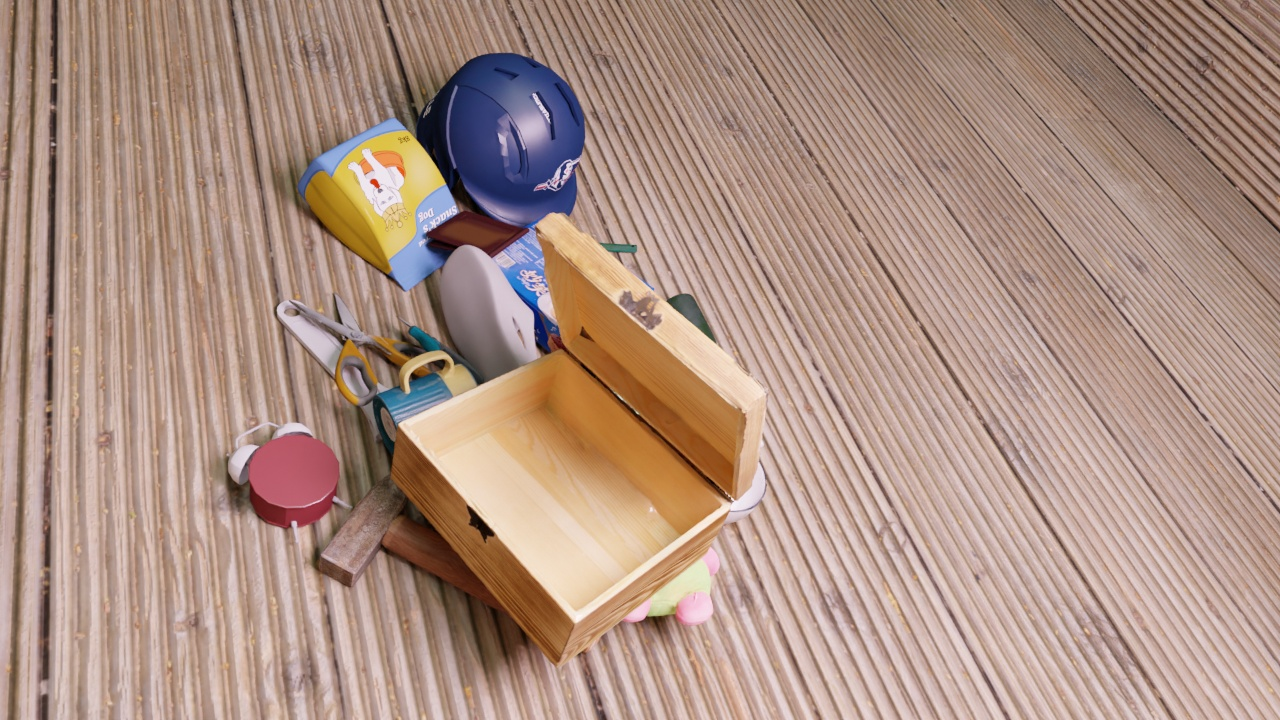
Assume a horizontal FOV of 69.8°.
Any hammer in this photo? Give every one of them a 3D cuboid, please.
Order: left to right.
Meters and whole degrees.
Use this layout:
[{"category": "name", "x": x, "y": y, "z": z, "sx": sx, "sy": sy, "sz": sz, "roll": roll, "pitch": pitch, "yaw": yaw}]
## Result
[{"category": "hammer", "x": -0.176, "y": 0.230, "z": 1.003, "sx": 0.301, "sy": 0.037, "sz": 0.157, "roll": 28, "pitch": 47, "yaw": 1}]

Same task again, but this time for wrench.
[{"category": "wrench", "x": -0.349, "y": 0.012, "z": 1.131, "sx": 0.273, "sy": 0.018, "sz": 0.086, "roll": 43, "pitch": 49, "yaw": 17}]

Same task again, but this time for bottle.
[{"category": "bottle", "x": 0.086, "y": -0.014, "z": 1.308, "sx": 0.055, "sy": 0.055, "sz": 0.174, "roll": -9, "pitch": 57, "yaw": -28}]

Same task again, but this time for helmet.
[{"category": "helmet", "x": -0.184, "y": -0.328, "z": 1.381, "sx": 0.231, "sy": 0.224, "sz": 0.272, "roll": -42, "pitch": 111, "yaw": -41}]

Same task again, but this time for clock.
[{"category": "clock", "x": -0.384, "y": 0.123, "z": 0.999, "sx": 0.137, "sy": 0.048, "sz": 0.096, "roll": 43, "pitch": 49, "yaw": 16}]

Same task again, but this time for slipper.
[{"category": "slipper", "x": -0.174, "y": -0.026, "z": 1.183, "sx": 0.080, "sy": 0.113, "sz": 0.265, "roll": -1, "pitch": 56, "yaw": -46}]

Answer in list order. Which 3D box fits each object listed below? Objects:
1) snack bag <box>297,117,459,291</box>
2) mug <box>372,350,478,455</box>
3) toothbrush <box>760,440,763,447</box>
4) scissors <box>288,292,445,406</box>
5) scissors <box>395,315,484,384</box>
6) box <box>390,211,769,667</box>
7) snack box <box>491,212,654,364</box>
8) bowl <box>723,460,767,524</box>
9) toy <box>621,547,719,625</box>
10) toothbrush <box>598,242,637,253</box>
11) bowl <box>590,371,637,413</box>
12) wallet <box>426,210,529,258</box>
[{"category": "snack bag", "x": -0.344, "y": -0.212, "z": 1.278, "sx": 0.205, "sy": 0.103, "sz": 0.158, "roll": 50, "pitch": 47, "yaw": -8}, {"category": "mug", "x": -0.245, "y": 0.045, "z": 1.053, "sx": 0.107, "sy": 0.114, "sz": 0.083, "roll": -20, "pitch": 36, "yaw": -29}, {"category": "toothbrush", "x": 0.132, "y": 0.045, "z": 1.305, "sx": 0.017, "sy": 0.012, "sz": 0.186, "roll": -6, "pitch": 54, "yaw": -31}, {"category": "scissors", "x": -0.333, "y": -0.017, "z": 1.143, "sx": 0.216, "sy": 0.016, "sz": 0.225, "roll": 6, "pitch": 36, "yaw": -35}, {"category": "scissors", "x": -0.251, "y": -0.012, "z": 1.149, "sx": 0.124, "sy": 0.154, "sz": 0.019, "roll": 38, "pitch": 87, "yaw": -21}, {"category": "box", "x": -0.035, "y": 0.052, "z": 0.904, "sx": 0.279, "sy": 0.324, "sz": 0.283, "roll": 41, "pitch": 44, "yaw": 23}, {"category": "snack box", "x": -0.108, "y": -0.099, "z": 1.271, "sx": 0.203, "sy": 0.069, "sz": 0.154, "roll": 38, "pitch": 50, "yaw": 19}, {"category": "bowl", "x": 0.094, "y": 0.157, "z": 1.157, "sx": 0.116, "sy": 0.066, "sz": 0.116, "roll": 12, "pitch": 48, "yaw": -13}, {"category": "toy", "x": 0.010, "y": 0.213, "z": 1.063, "sx": 0.192, "sy": 0.097, "sz": 0.236, "roll": 13, "pitch": 36, "yaw": -18}, {"category": "toothbrush", "x": -0.094, "y": -0.179, "z": 1.398, "sx": 0.189, "sy": 0.017, "sz": 0.016, "roll": 2, "pitch": 51, "yaw": -21}, {"category": "bowl", "x": -0.007, "y": 0.007, "z": 1.213, "sx": 0.150, "sy": 0.151, "sz": 0.077, "roll": -9, "pitch": 12, "yaw": -28}, {"category": "wallet", "x": -0.226, "y": -0.172, "z": 1.264, "sx": 0.116, "sy": 0.018, "sz": 0.091, "roll": 16, "pitch": 40, "yaw": 27}]
